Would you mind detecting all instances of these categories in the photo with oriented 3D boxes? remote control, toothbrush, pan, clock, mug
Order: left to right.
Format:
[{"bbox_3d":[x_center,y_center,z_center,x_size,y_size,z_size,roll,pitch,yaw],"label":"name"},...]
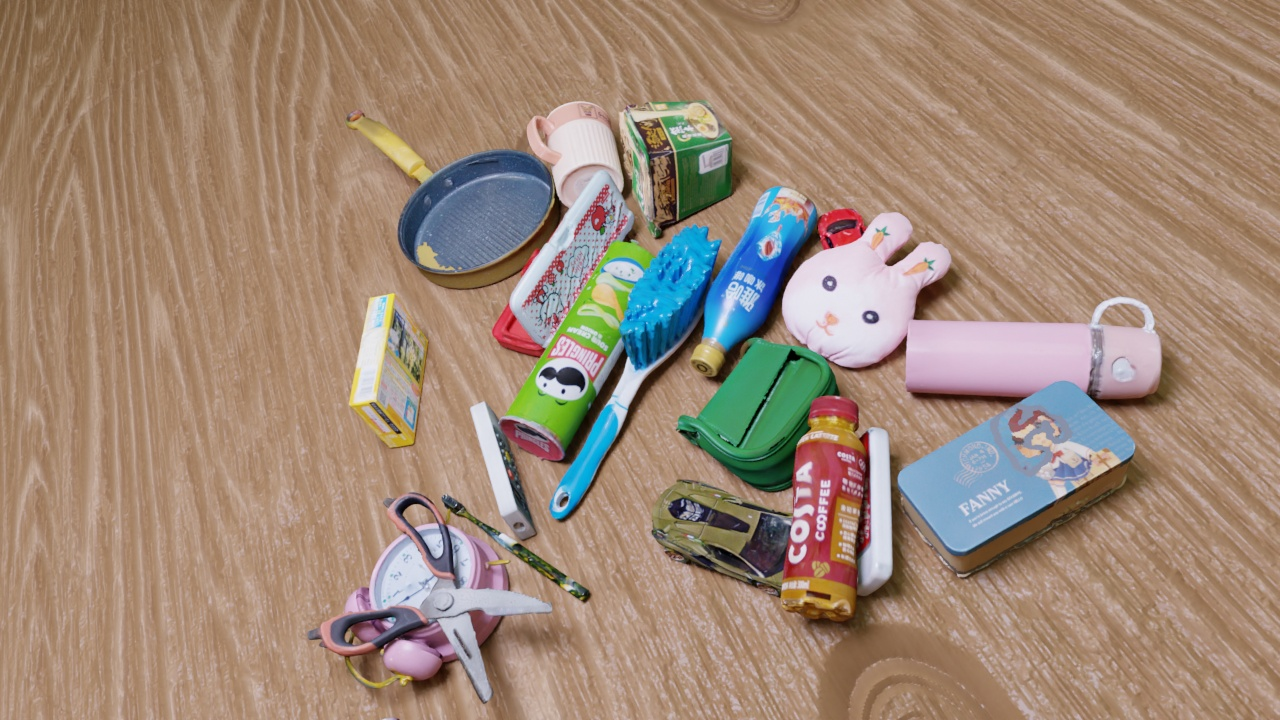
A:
[{"bbox_3d":[-0.194,0.215,0.808,0.117,0.060,0.158,30,71,33],"label":"clock"},{"bbox_3d":[-0.250,-0.218,1.127,0.197,0.078,0.357,-44,54,-16],"label":"pan"},{"bbox_3d":[-0.131,0.102,0.871,0.019,0.056,0.135,-24,51,-1],"label":"remote control"},{"bbox_3d":[-0.119,0.169,0.843,0.186,0.017,0.012,26,64,31],"label":"toothbrush"},{"bbox_3d":[-0.078,-0.242,1.071,0.082,0.114,0.105,-43,45,35],"label":"mug"},{"bbox_3d":[0.187,0.122,0.754,0.020,0.056,0.135,14,56,-7],"label":"remote control"}]

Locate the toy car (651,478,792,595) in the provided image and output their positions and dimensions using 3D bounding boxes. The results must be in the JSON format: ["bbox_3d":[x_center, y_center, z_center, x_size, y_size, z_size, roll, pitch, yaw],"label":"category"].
[{"bbox_3d":[0.084,0.148,0.779,0.158,0.042,0.070,15,62,24],"label":"toy car"}]

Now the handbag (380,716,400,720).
[{"bbox_3d":[-0.205,0.386,0.664,0.145,0.098,0.197,-31,51,-3],"label":"handbag"}]

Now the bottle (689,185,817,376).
[{"bbox_3d":[0.110,-0.078,0.917,0.065,0.065,0.218,16,62,27],"label":"bottle"}]

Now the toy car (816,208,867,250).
[{"bbox_3d":[0.210,-0.118,0.936,0.049,0.031,0.106,-13,51,8],"label":"toy car"}]

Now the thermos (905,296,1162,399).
[{"bbox_3d":[0.331,-0.010,0.786,0.199,0.087,0.067,1,11,21],"label":"thermos"}]

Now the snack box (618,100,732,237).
[{"bbox_3d":[0.043,-0.225,1.023,0.105,0.118,0.117,-16,51,-6],"label":"snack box"}]

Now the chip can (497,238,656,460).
[{"bbox_3d":[-0.053,-0.015,0.921,0.072,0.072,0.235,15,61,27],"label":"chip can"}]

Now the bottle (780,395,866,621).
[{"bbox_3d":[0.149,0.115,0.735,0.057,0.057,0.174,1,65,19],"label":"bottle"}]

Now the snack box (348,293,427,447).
[{"bbox_3d":[-0.260,0.010,0.960,0.034,0.087,0.140,-8,54,12],"label":"snack box"}]

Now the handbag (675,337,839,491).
[{"bbox_3d":[0.111,0.044,0.833,0.120,0.068,0.131,26,68,40],"label":"handbag"}]

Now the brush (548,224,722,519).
[{"bbox_3d":[-0.005,0.005,0.888,0.060,0.110,0.313,22,57,21],"label":"brush"}]

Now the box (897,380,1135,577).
[{"bbox_3d":[0.292,0.097,0.734,0.184,0.062,0.089,-29,51,-6],"label":"box"}]

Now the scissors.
[{"bbox_3d":[-0.175,0.193,0.770,0.223,0.015,0.188,-7,53,14],"label":"scissors"}]

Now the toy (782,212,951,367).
[{"bbox_3d":[0.213,-0.069,0.870,0.121,0.054,0.159,42,87,21],"label":"toy"}]

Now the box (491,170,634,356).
[{"bbox_3d":[-0.089,-0.110,0.983,0.095,0.102,0.201,16,61,26],"label":"box"}]
